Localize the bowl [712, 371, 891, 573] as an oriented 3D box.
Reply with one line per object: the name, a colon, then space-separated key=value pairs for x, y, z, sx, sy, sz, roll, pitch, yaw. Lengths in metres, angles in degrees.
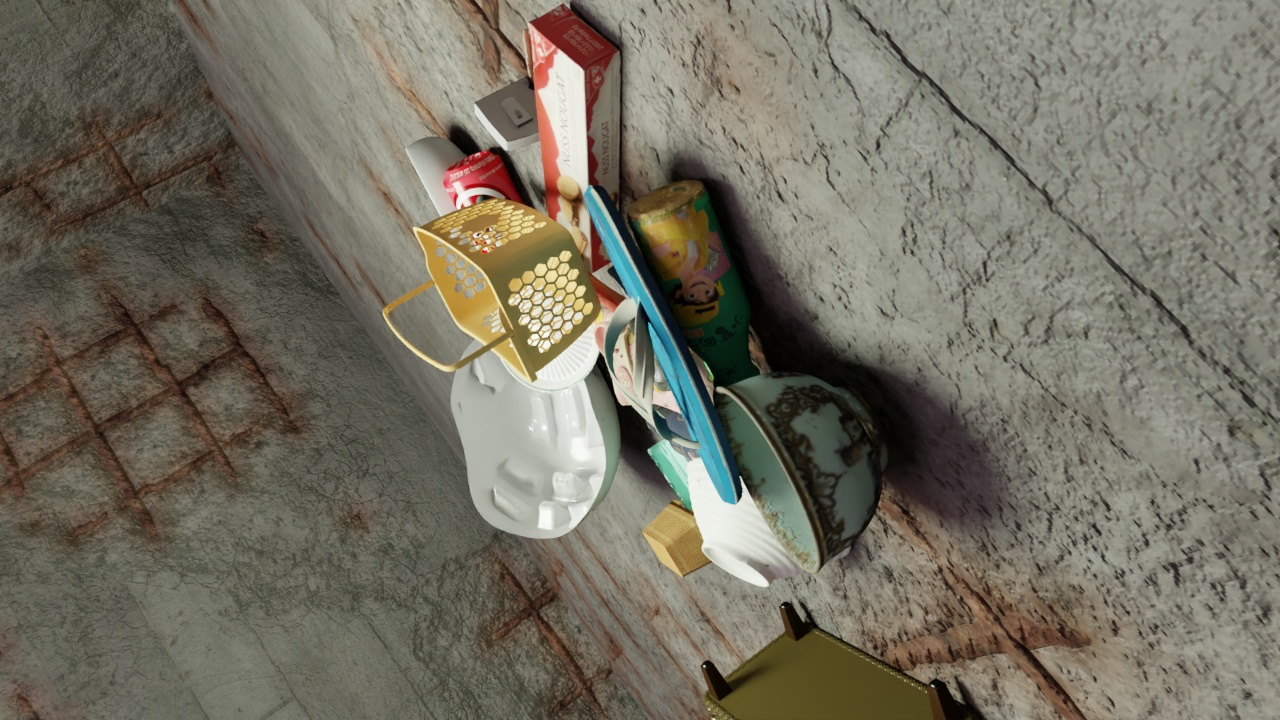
bowl: x=0.134 y=0.071 z=0.707 sx=0.160 sy=0.094 sz=0.160 roll=62 pitch=172 yaw=14

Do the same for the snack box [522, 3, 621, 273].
snack box: x=-0.058 y=-0.188 z=0.842 sx=0.076 sy=0.044 sz=0.273 roll=46 pitch=159 yaw=22

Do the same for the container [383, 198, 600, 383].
container: x=-0.153 y=-0.064 z=0.868 sx=0.183 sy=0.166 sz=0.129 roll=33 pitch=151 yaw=51

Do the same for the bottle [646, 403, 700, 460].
bottle: x=0.061 y=0.077 z=0.967 sx=0.161 sy=0.056 sz=0.056 roll=22 pitch=141 yaw=59

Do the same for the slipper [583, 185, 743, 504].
slipper: x=0.006 y=-0.002 z=0.756 sx=0.295 sy=0.060 sz=0.118 roll=65 pitch=172 yaw=-7

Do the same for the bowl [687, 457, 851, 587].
bowl: x=0.108 y=0.171 z=0.893 sx=0.177 sy=0.070 sz=0.177 roll=28 pitch=160 yaw=11

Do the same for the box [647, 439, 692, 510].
box: x=0.079 y=0.173 z=1.116 sx=0.186 sy=0.033 sz=0.136 roll=55 pitch=161 yaw=2

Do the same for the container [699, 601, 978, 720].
container: x=0.215 y=0.409 z=0.965 sx=0.321 sy=0.176 sz=0.205 roll=7 pitch=125 yaw=65

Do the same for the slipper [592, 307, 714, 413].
slipper: x=0.000 y=0.006 z=0.952 sx=0.197 sy=0.081 sz=0.093 roll=31 pitch=148 yaw=44

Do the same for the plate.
plate: x=-0.114 y=-0.038 z=1.124 sx=0.157 sy=0.014 sz=0.157 roll=5 pitch=101 yaw=26

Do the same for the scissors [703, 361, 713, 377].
scissors: x=0.095 y=0.038 z=0.871 sx=0.130 sy=0.014 sz=0.070 roll=51 pitch=-167 yaw=-21

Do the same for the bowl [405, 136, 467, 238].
bowl: x=-0.237 y=-0.224 z=1.162 sx=0.131 sy=0.064 sz=0.132 roll=61 pitch=174 yaw=10

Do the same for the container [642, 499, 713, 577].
container: x=0.051 y=0.223 z=1.142 sx=0.063 sy=0.061 sz=0.114 roll=59 pitch=166 yaw=-10

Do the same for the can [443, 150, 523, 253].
can: x=-0.174 y=-0.173 z=1.093 sx=0.074 sy=0.074 sz=0.142 roll=20 pitch=140 yaw=59

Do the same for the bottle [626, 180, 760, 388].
bottle: x=0.057 y=-0.043 z=0.766 sx=0.068 sy=0.068 sz=0.210 roll=23 pitch=143 yaw=57

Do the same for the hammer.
hammer: x=-0.076 y=-0.095 z=0.933 sx=0.333 sy=0.033 sz=0.133 roll=37 pitch=155 yaw=42

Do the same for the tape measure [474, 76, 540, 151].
tape measure: x=-0.120 y=-0.237 z=0.885 sx=0.062 sy=0.060 sz=0.020 roll=53 pitch=161 yaw=11

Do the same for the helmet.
helmet: x=-0.137 y=0.083 z=1.221 sx=0.225 sy=0.183 sz=0.282 roll=-7 pitch=117 yaw=23
